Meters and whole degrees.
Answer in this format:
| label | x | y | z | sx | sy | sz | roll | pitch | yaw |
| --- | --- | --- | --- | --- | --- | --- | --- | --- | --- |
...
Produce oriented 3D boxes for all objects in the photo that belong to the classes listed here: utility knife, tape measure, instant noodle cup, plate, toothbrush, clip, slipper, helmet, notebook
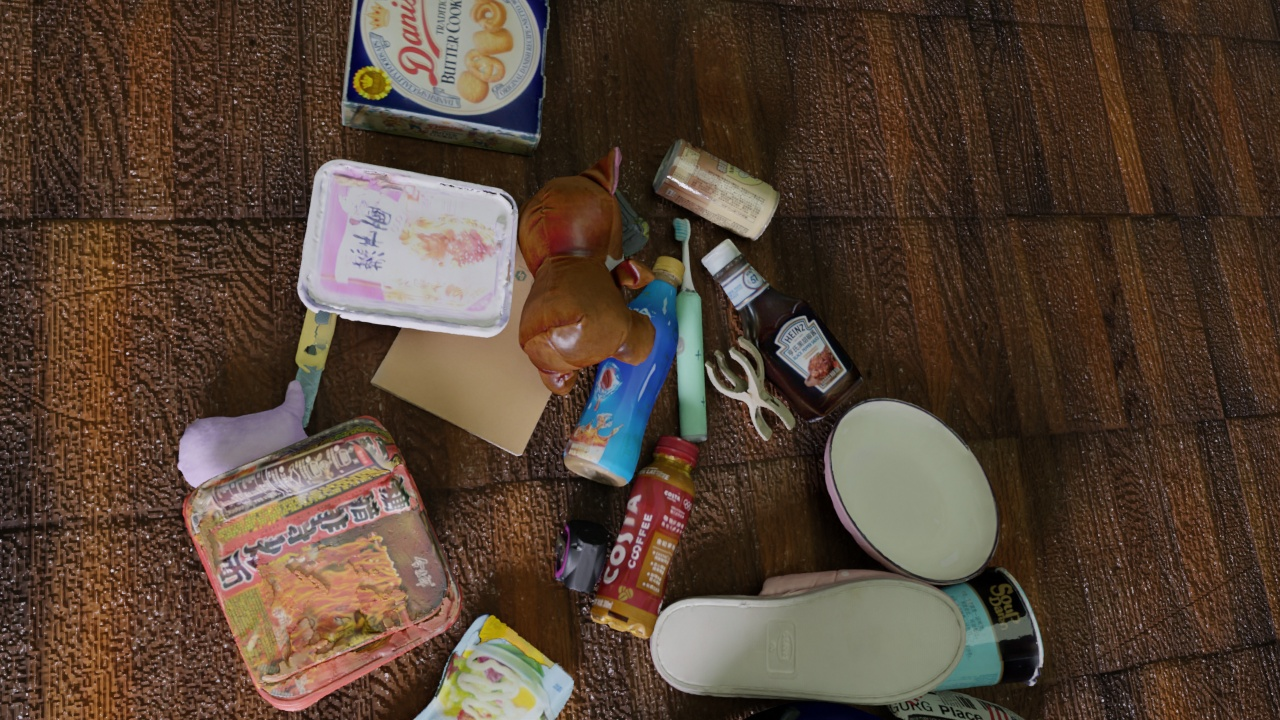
| label | x | y | z | sx | sy | sz | roll | pitch | yaw |
| --- | --- | --- | --- | --- | --- | --- | --- | --- | --- |
| utility knife | -0.275 | -0.038 | 0.800 | 0.031 | 0.021 | 0.198 | 12 | 79 | -8 |
| tape measure | -0.053 | 0.167 | 0.794 | 0.039 | 0.058 | 0.057 | 14 | 96 | -11 |
| instant noodle cup | -0.246 | 0.157 | 0.727 | 0.164 | 0.079 | 0.188 | -23 | 84 | -20 |
| plate | 0.255 | 0.128 | 0.885 | 0.192 | 0.039 | 0.192 | 13 | 54 | -18 |
| toothbrush | 0.047 | -0.031 | 0.886 | 0.027 | 0.027 | 0.224 | 7 | 75 | -33 |
| clip | 0.097 | 0.031 | 0.887 | 0.034 | 0.082 | 0.104 | -49 | 120 | -53 |
| slipper | 0.145 | 0.246 | 0.811 | 0.274 | 0.054 | 0.114 | -6 | 76 | 6 |
| instant noodle cup | 0.289 | 0.256 | 0.852 | 0.120 | 0.111 | 0.111 | -11 | 81 | -2 |
| instant noodle cup | -0.199 | -0.089 | 0.796 | 0.173 | 0.060 | 0.138 | 7 | 74 | -16 |
| helmet | 0.111 | 0.410 | 0.691 | 0.314 | 0.241 | 0.247 | -34 | 89 | -19 |
| notebook | -0.131 | -0.036 | 0.843 | 0.148 | 0.008 | 0.207 | 27 | 71 | -9 |

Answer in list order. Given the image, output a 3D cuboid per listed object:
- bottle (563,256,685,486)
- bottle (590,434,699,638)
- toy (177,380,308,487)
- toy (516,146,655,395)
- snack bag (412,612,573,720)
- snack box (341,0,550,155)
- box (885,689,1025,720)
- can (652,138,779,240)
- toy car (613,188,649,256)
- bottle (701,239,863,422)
| label | x | y | z | sx | sy | sz | roll | pitch | yaw |
| --- | --- | --- | --- | --- | --- | --- | --- | --- | --- |
| bottle | -0.005 | 0.005 | 0.842 | 0.065 | 0.065 | 0.218 | 24 | 72 | -10 |
| bottle | 0.009 | 0.153 | 0.816 | 0.057 | 0.058 | 0.174 | 22 | 72 | -11 |
| toy | -0.319 | 0.068 | 0.745 | 0.107 | 0.039 | 0.084 | -14 | 92 | -20 |
| toy | -0.051 | -0.080 | 0.809 | 0.140 | 0.130 | 0.199 | -21 | 67 | 24 |
| snack bag | -0.147 | 0.311 | 0.745 | 0.110 | 0.039 | 0.190 | 43 | 70 | -16 |
| snack box | -0.181 | -0.297 | 0.868 | 0.182 | 0.046 | 0.177 | 5 | 75 | -16 |
| box | 0.300 | 0.343 | 0.864 | 0.163 | 0.076 | 0.087 | 17 | 54 | -10 |
| can | 0.074 | -0.168 | 0.909 | 0.116 | 0.059 | 0.058 | 26 | 71 | -10 |
| toy car | -0.031 | -0.140 | 0.882 | 0.043 | 0.036 | 0.091 | -38 | 90 | -22 |
| bottle | 0.134 | -0.034 | 0.905 | 0.079 | 0.044 | 0.195 | -38 | 90 | -22 |
